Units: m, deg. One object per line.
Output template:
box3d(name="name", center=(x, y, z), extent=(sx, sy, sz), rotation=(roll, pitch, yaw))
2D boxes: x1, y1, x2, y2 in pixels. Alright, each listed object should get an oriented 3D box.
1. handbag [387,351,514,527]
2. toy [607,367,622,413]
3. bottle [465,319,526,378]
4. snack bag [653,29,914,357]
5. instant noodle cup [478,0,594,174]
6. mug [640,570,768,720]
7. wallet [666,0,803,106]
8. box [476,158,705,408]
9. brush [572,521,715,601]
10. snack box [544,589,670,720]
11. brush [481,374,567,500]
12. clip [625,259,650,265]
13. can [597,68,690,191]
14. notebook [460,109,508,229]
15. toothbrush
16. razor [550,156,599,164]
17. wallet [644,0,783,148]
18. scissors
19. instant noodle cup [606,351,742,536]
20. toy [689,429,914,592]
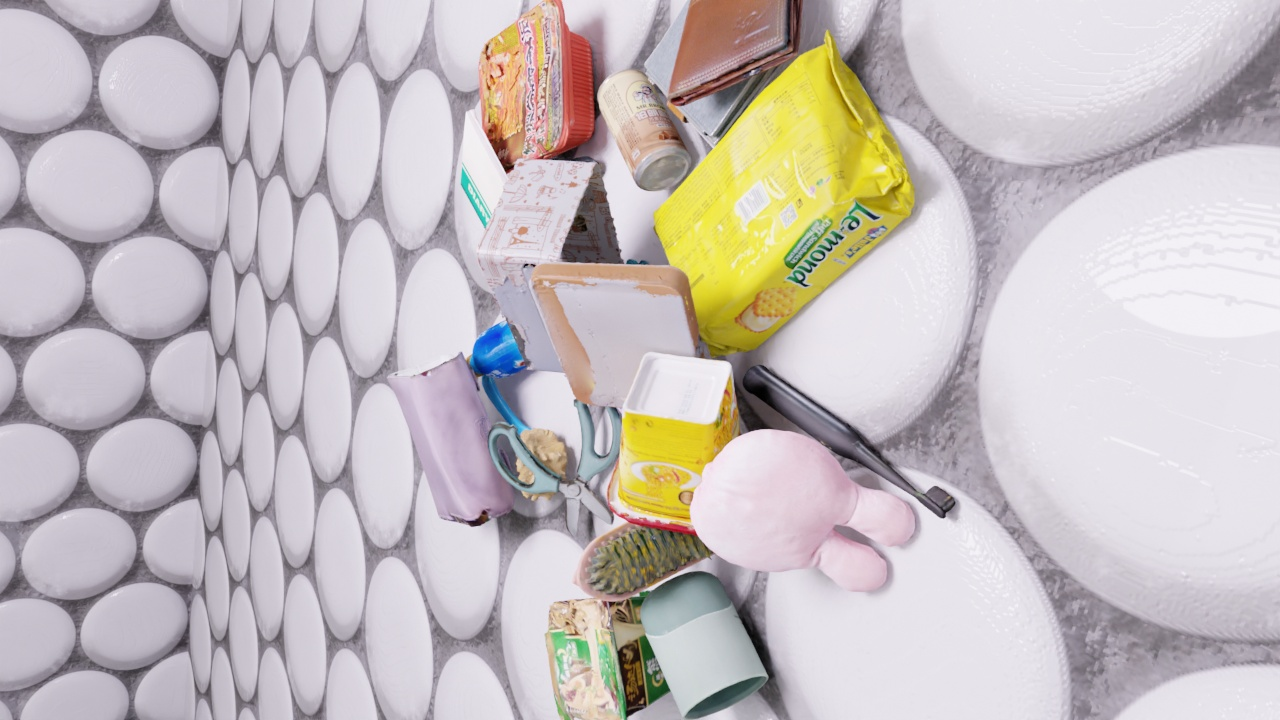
box3d(name="handbag", center=(-0.224, 0.094, 1.114), extent=(0.145, 0.098, 0.197), rotation=(4, 115, 69))
box3d(name="toy", center=(-0.005, 0.005, 0.921), extent=(0.084, 0.039, 0.108), rotation=(-26, 66, 27))
box3d(name="bottle", center=(-0.155, -0.017, 1.098), extent=(0.219, 0.065, 0.065), rotation=(-24, 71, 52))
box3d(name="snack bag", center=(0.104, -0.124, 0.751), extent=(0.247, 0.068, 0.158), rotation=(-44, 56, 42))
box3d(name="instant noodle cup", center=(-0.115, -0.296, 1.029), extent=(0.189, 0.079, 0.164), rotation=(-3, 88, 53))
box3d(name="mug", center=(0.053, 0.256, 0.820), extent=(0.112, 0.082, 0.106), rotation=(87, 159, -56))
box3d(name="wallet", center=(0.078, -0.271, 0.753), extent=(0.125, 0.032, 0.101), rotation=(-13, 60, 43))
box3d(name="box", center=(-0.027, -0.071, 0.828), extent=(0.198, 0.181, 0.157), rotation=(5, 53, 18))
box3d(name="brush", center=(0.009, 0.166, 0.812), extent=(0.063, 0.145, 0.073), rotation=(65, 159, 2))
box3d(name="snack box", center=(-0.015, 0.279, 0.881), extent=(0.118, 0.105, 0.117), rotation=(-22, 75, 52))
box3d(name="brush", center=(-0.152, 0.078, 1.115), extent=(0.254, 0.045, 0.083), rotation=(49, 128, 47))
box3d(name="clip", center=(0.007, -0.086, 0.918), extent=(0.057, 0.045, 0.014), rotation=(41, 119, 42))
box3d(name="can", center=(0.002, -0.224, 0.891), extent=(0.059, 0.058, 0.116), rotation=(-50, 53, 41))
box3d(name="notebook", center=(-0.158, -0.163, 1.065), extent=(0.209, 0.012, 0.151), rotation=(61, 159, 14))
box3d(name="toothbrush", center=(0.157, 0.060, 0.718), extent=(0.213, 0.027, 0.026), rotation=(37, 163, 45))
box3d(name="razor", center=(-0.094, -0.149, 0.967), extent=(0.062, 0.067, 0.167), rotation=(-27, 34, 53))
box3d(name="wallet", center=(0.063, -0.265, 0.830), extent=(0.107, 0.037, 0.129), rotation=(-52, 51, 25))
box3d(name="scissors", center=(-0.077, 0.096, 0.990), extent=(0.170, 0.019, 0.181), rotation=(39, 107, 11))
box3d(name="instant noodle cup", center=(0.033, 0.066, 0.764), extent=(0.116, 0.116, 0.124), rotation=(8, 132, 13))
box3d(name="toy", center=(0.119, 0.118, 0.694), extent=(0.054, 0.159, 0.121), rotation=(-62, -4, -65))
